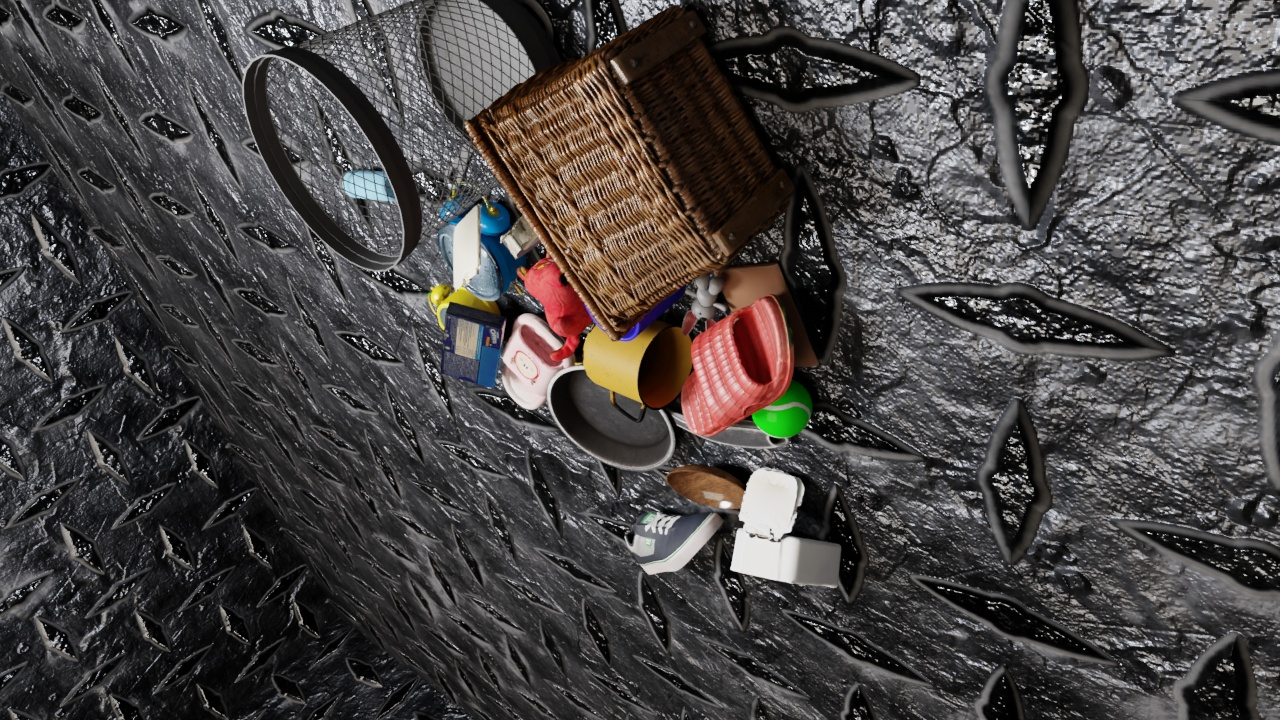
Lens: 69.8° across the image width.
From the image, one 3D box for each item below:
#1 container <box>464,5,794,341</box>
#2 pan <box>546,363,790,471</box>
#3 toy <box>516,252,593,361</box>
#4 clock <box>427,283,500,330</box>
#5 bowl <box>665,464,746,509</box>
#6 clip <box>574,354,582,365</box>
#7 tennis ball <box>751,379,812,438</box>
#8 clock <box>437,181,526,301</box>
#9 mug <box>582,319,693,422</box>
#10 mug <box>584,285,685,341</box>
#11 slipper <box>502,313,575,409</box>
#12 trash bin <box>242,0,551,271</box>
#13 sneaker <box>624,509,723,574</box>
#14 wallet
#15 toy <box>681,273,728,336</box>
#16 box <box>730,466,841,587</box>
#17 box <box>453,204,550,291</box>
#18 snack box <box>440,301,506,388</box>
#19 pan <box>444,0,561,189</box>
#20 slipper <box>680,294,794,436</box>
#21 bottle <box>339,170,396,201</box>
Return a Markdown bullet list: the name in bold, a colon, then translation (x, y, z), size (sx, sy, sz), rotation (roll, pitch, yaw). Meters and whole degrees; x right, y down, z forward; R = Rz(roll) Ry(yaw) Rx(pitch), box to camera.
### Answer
- **container**: translation (0.003, -0.177, 0.834), size (0.184, 0.161, 0.250), rotation (-18, 112, 51)
- **pan**: translation (0.031, 0.075, 1.159), size (0.358, 0.055, 0.187), rotation (-1, 130, 34)
- **toy**: translation (-0.099, -0.069, 1.126), size (0.094, 0.087, 0.133), rotation (18, 117, 38)
- **clock**: translation (-0.259, -0.070, 1.329), size (0.119, 0.057, 0.083), rotation (20, 139, 26)
- **bowl**: translation (0.090, 0.157, 1.185), size (0.114, 0.026, 0.102), rotation (-1, 144, 37)
- **clip**: translation (-0.062, 0.021, 1.228), size (0.049, 0.044, 0.054), rotation (43, 156, 58)
- **tennis ball**: translation (0.151, 0.050, 0.981), size (0.065, 0.065, 0.065), rotation (30, 143, 25)
- **clock**: translation (-0.206, -0.154, 1.183), size (0.117, 0.060, 0.162), rotation (22, 138, 35)
- **mug**: translation (-0.007, 0.007, 1.071), size (0.094, 0.100, 0.124), rotation (21, 102, 38)
- **mug**: translation (-0.001, -0.083, 0.997), size (0.079, 0.083, 0.111), rotation (46, 147, 2)
- **slipper**: translation (-0.155, 0.007, 1.296), size (0.107, 0.055, 0.222), rotation (46, 148, 6)
- **trash bin**: translation (-0.225, -0.240, 0.911), size (0.218, 0.226, 0.218), rotation (30, 143, 25)
- **sneaker**: translation (0.038, 0.245, 1.302), size (0.079, 0.084, 0.236), rotation (48, 151, 0)
- **wallet**: translation (0.130, -0.045, 0.952), size (0.088, 0.013, 0.121), rotation (-1, 123, 49)
- **toy**: translation (0.069, -0.057, 0.986), size (0.049, 0.030, 0.112), rotation (26, 151, 12)
- **box**: translation (0.174, 0.199, 1.118), size (0.120, 0.136, 0.109), rotation (17, 166, -38)
- **box**: translation (-0.125, -0.162, 0.961), size (0.070, 0.185, 0.144), rotation (50, 140, -3)
- **snack box**: translation (-0.236, -0.019, 1.292), size (0.082, 0.027, 0.151), rotation (16, 144, -5)
- **pan**: translation (-0.181, -0.284, 1.049), size (0.216, 0.024, 0.356), rotation (49, 147, -2)
- **slipper**: translation (0.085, 0.017, 0.965), size (0.249, 0.059, 0.103), rotation (127, 132, -58)
- **bottle**: translation (-0.385, -0.249, 1.304), size (0.130, 0.040, 0.040), rotation (13, 134, 42)
